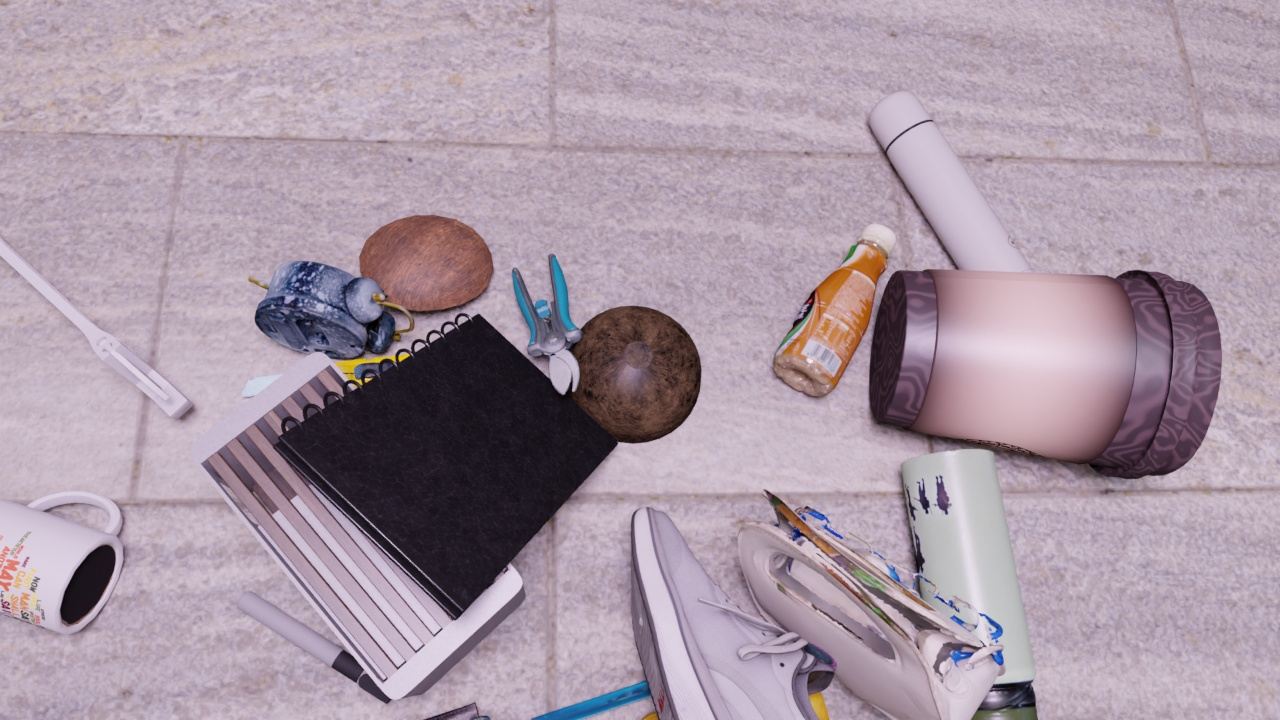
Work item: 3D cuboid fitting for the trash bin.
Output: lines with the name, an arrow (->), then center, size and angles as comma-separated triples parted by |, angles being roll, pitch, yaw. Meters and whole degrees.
trash bin -> -0.202, 0.125, 0.685 | 0.114, 0.115, 0.229 | -41, 80, -16

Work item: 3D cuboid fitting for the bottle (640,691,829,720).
bottle -> 0.046, 0.283, 0.689 | 0.186, 0.053, 0.053 | -9, 73, -9

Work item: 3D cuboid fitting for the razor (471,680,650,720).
razor -> -0.055, 0.269, 0.695 | 0.143, 0.022, 0.042 | -12, 80, -21

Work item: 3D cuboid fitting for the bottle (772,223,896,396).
bottle -> 0.178, -0.049, 0.809 | 0.059, 0.059, 0.166 | 31, 71, 5

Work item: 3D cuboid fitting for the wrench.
wrench -> -0.464, -0.042, 0.748 | 0.273, 0.087, 0.018 | 36, 71, 17

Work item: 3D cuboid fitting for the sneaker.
sneaker -> 0.067, 0.208, 0.664 | 0.128, 0.097, 0.262 | -12, 48, -14

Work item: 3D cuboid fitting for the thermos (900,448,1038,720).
thermos -> 0.266, 0.192, 0.732 | 0.082, 0.082, 0.231 | -3, 72, -7

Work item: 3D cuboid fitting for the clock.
clock -> -0.250, -0.038, 0.749 | 0.129, 0.090, 0.052 | 10, 65, 1

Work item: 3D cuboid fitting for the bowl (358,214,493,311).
bowl -> -0.183, -0.092, 0.791 | 0.114, 0.026, 0.102 | -11, 61, -21

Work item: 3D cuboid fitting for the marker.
marker -> -0.248, 0.218, 0.702 | 0.140, 0.016, 0.016 | 30, 71, 5

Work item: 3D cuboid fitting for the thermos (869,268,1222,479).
thermos -> 0.317, 0.002, 0.757 | 0.226, 0.173, 0.172 | 7, 71, 3

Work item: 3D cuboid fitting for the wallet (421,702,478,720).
wallet -> -0.154, 0.325, 0.671 | 0.099, 0.031, 0.120 | -15, 79, -11

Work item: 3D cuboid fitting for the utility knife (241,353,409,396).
utility knife -> -0.229, 0.012, 0.775 | 0.206, 0.018, 0.030 | -9, 64, -5

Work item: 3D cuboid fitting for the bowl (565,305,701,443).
bowl -> -0.005, 0.005, 0.775 | 0.121, 0.056, 0.121 | 2, 71, -5

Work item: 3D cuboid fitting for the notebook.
notebook -> -0.129, 0.059, 0.669 | 0.169, 0.019, 0.230 | 43, 33, 2

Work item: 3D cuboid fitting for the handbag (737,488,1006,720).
handbag -> 0.156, 0.166, 0.650 | 0.092, 0.199, 0.201 | -47, 47, -15

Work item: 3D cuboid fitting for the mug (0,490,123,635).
mug -> -0.442, 0.141, 0.685 | 0.089, 0.074, 0.105 | 18, 45, 1

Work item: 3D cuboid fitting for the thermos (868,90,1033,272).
thermos -> 0.288, -0.153, 0.858 | 0.052, 0.052, 0.224 | -24, 76, -13

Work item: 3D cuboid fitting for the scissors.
scissors -> -0.082, -0.034, 0.778 | 0.148, 0.019, 0.131 | 18, 64, 26
